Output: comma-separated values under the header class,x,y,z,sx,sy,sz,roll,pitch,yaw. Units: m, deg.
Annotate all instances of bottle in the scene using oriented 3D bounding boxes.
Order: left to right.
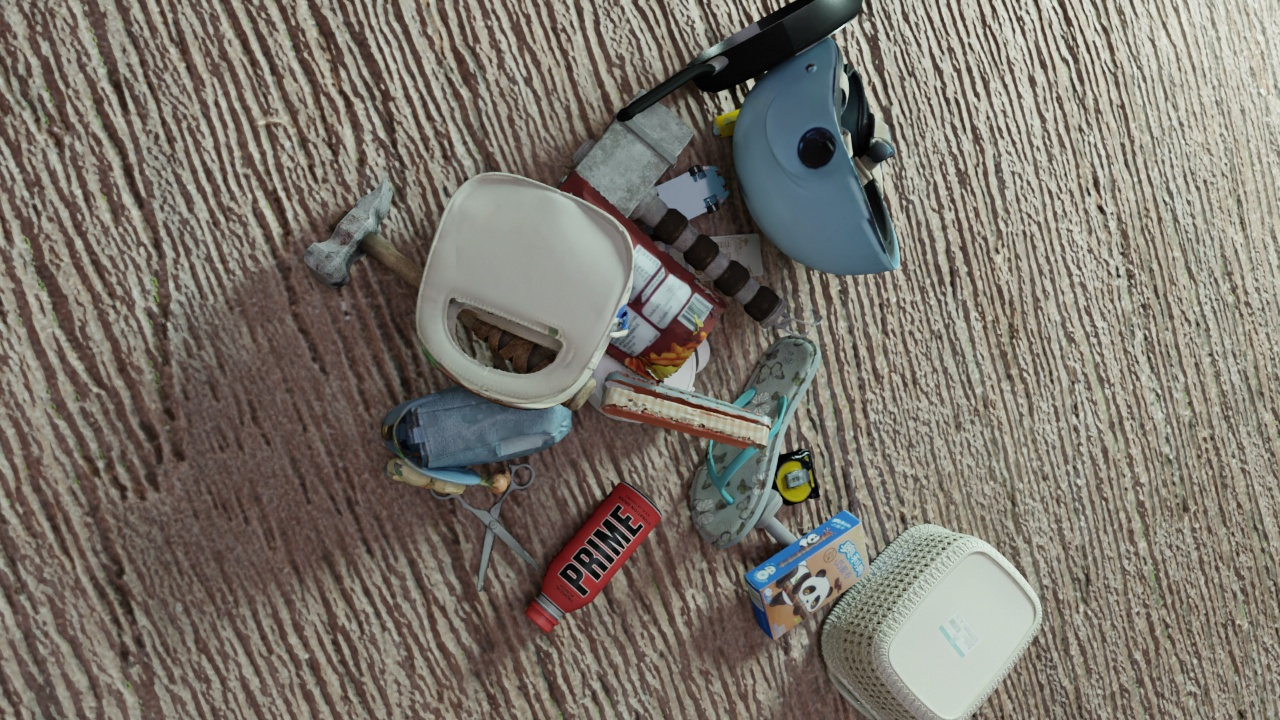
class,x,y,z,sx,sy,sz,roll,pitch,yaw
bottle,-0.054,0.215,0.991,0.062,0.062,0.176,45,76,-12

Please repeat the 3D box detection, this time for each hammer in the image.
class,x,y,z,sx,sy,sz,roll,pitch,yaw
hammer,-0.180,-0.055,0.908,0.319,0.049,0.121,35,72,9
hammer,0.059,-0.123,1.001,0.326,0.079,0.176,39,82,-9

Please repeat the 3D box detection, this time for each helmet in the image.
class,x,y,z,sx,sy,sz,roll,pitch,yaw
helmet,0.197,-0.207,1.019,0.167,0.225,0.265,-22,74,24

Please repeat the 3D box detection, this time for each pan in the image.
class,x,y,z,sx,sy,sz,roll,pitch,yaw
pan,0.100,-0.314,0.962,0.354,0.205,0.044,-42,111,-34

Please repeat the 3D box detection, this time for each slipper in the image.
class,x,y,z,sx,sy,sz,roll,pitch,yaw
slipper,0.118,0.078,1.038,0.054,0.098,0.268,43,65,-40

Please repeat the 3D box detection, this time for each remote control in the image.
class,x,y,z,sx,sy,sz,roll,pitch,yaw
remote control,0.079,-0.119,1.073,0.135,0.011,0.050,-7,91,-19

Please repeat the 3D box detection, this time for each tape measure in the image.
class,x,y,z,sx,sy,sz,roll,pitch,yaw
tape measure,0.180,0.141,1.088,0.061,0.034,0.061,-16,93,-17

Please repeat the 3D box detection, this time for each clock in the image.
class,x,y,z,sx,sy,sz,roll,pitch,yaw
clock,-0.006,0.006,1.018,0.160,0.073,0.125,17,83,-25

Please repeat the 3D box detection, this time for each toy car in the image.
class,x,y,z,sx,sy,sz,roll,pitch,yaw
toy car,0.046,-0.183,1.053,0.107,0.027,0.060,-26,92,-10

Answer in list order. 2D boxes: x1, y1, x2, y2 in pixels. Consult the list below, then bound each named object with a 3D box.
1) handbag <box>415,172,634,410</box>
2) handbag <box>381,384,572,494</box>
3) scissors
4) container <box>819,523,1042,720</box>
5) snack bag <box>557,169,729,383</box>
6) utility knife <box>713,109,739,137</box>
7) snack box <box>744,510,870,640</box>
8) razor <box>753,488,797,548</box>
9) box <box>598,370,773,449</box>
class,x,y,z,sx,sy,sz,roll,pitch,yaw
handbag,-0.108,-0.056,0.860,0.200,0.093,0.199,23,82,0
handbag,-0.164,0.079,0.932,0.191,0.122,0.118,-8,90,-24
scissors,-0.170,0.164,0.980,0.175,0.014,0.141,34,75,-13
container,0.346,0.315,1.082,0.184,0.143,0.245,46,75,1
snack bag,-0.027,-0.073,0.925,0.208,0.066,0.139,36,104,-11
utility knife,0.152,-0.296,1.103,0.151,0.017,0.030,-21,86,-15
snack box,0.198,0.250,1.074,0.151,0.034,0.087,-29,124,-17
razor,0.148,0.187,1.064,0.047,0.088,0.116,-53,123,-13
box,0.047,0.061,0.953,0.186,0.056,0.059,15,116,-10
